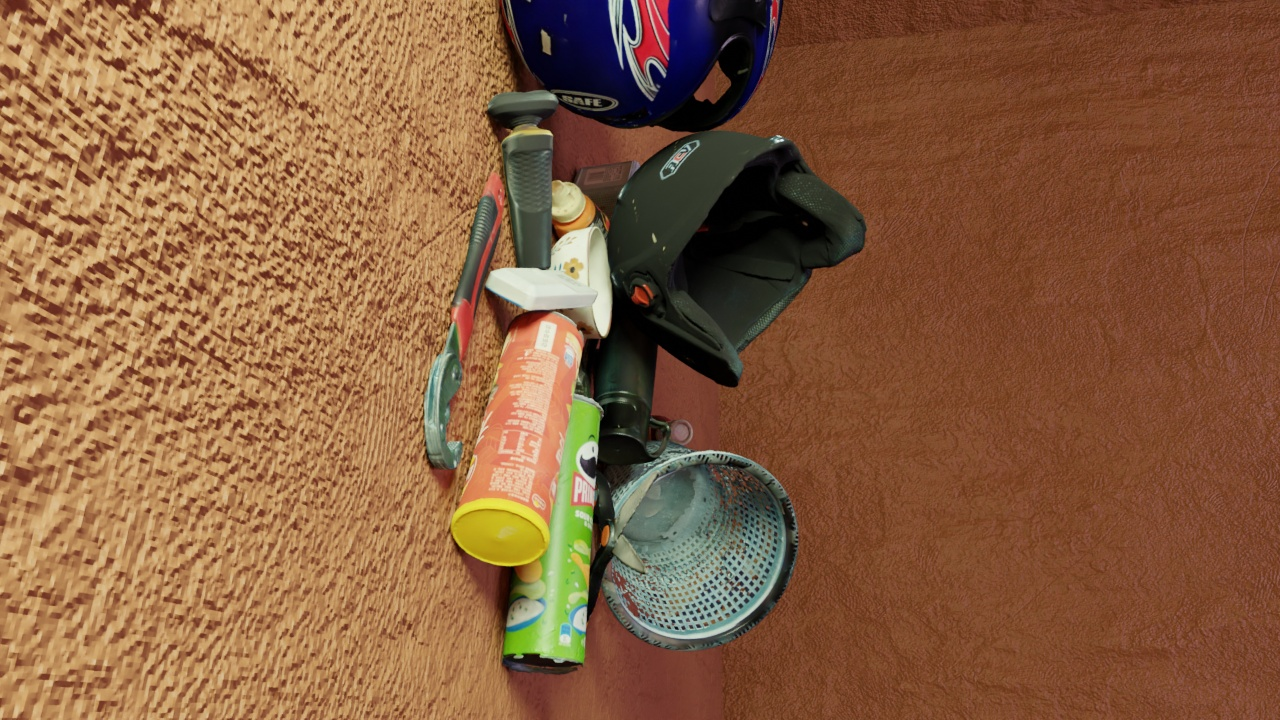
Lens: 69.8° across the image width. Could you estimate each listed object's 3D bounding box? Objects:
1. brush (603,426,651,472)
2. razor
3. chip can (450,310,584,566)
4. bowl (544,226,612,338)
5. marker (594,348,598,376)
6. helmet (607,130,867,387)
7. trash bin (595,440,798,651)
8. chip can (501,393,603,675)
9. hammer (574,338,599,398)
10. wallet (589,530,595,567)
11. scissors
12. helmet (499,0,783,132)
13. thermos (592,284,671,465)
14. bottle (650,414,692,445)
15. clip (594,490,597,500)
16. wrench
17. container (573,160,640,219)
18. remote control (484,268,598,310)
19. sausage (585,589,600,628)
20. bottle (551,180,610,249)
[{"bbox_3d":[-0.017,0.091,1.206,0.073,0.063,0.145,64,23,-67],"label":"brush"},{"bbox_3d":[-0.101,-0.156,0.820,0.067,0.062,0.168,-137,-140,-57],"label":"razor"},{"bbox_3d":[-0.093,0.053,0.730,0.216,0.073,0.073,-84,167,-45],"label":"chip can"},{"bbox_3d":[-0.069,-0.077,0.932,0.113,0.062,0.113,-2,89,-82],"label":"bowl"},{"bbox_3d":[-0.050,0.047,1.158,0.018,0.015,0.124,23,62,-86],"label":"marker"},{"bbox_3d":[0.075,-0.119,0.941,0.233,0.230,0.275,-47,147,-19],"label":"helmet"},{"bbox_3d":[0.039,0.189,1.066,0.195,0.226,0.227,-146,-130,-70],"label":"trash bin"},{"bbox_3d":[-0.075,0.148,0.806,0.072,0.072,0.235,69,21,-61],"label":"chip can"},{"bbox_3d":[-0.052,-0.051,1.120,0.322,0.032,0.126,-80,164,-55],"label":"hammer"},{"bbox_3d":[-0.076,0.168,0.928,0.101,0.032,0.124,-32,119,-76],"label":"wallet"},{"bbox_3d":[-0.030,0.163,0.811,0.220,0.021,0.229,-118,-136,-64],"label":"scissors"},{"bbox_3d":[-0.008,-0.334,0.835,0.239,0.248,0.316,-43,138,-38],"label":"helmet"},{"bbox_3d":[-0.006,0.006,1.029,0.069,0.090,0.241,-43,-149,43],"label":"thermos"},{"bbox_3d":[0.027,0.103,1.251,0.206,0.059,0.059,153,-63,-74],"label":"bottle"},{"bbox_3d":[-0.068,0.155,1.006,0.055,0.038,0.013,-29,115,-68],"label":"clip"},{"bbox_3d":[-0.130,-0.043,0.697,0.056,0.016,0.272,74,16,-54],"label":"wrench"},{"bbox_3d":[-0.032,-0.172,1.103,0.090,0.090,0.112,-81,162,-53],"label":"container"},{"bbox_3d":[-0.084,-0.063,0.799,0.024,0.049,0.124,-65,162,14],"label":"remote control"},{"bbox_3d":[-0.066,0.277,0.977,0.165,0.021,0.021,-54,140,-75],"label":"sausage"},{"bbox_3d":[-0.066,-0.147,0.993,0.149,0.067,0.066,54,34,-61],"label":"bottle"}]
